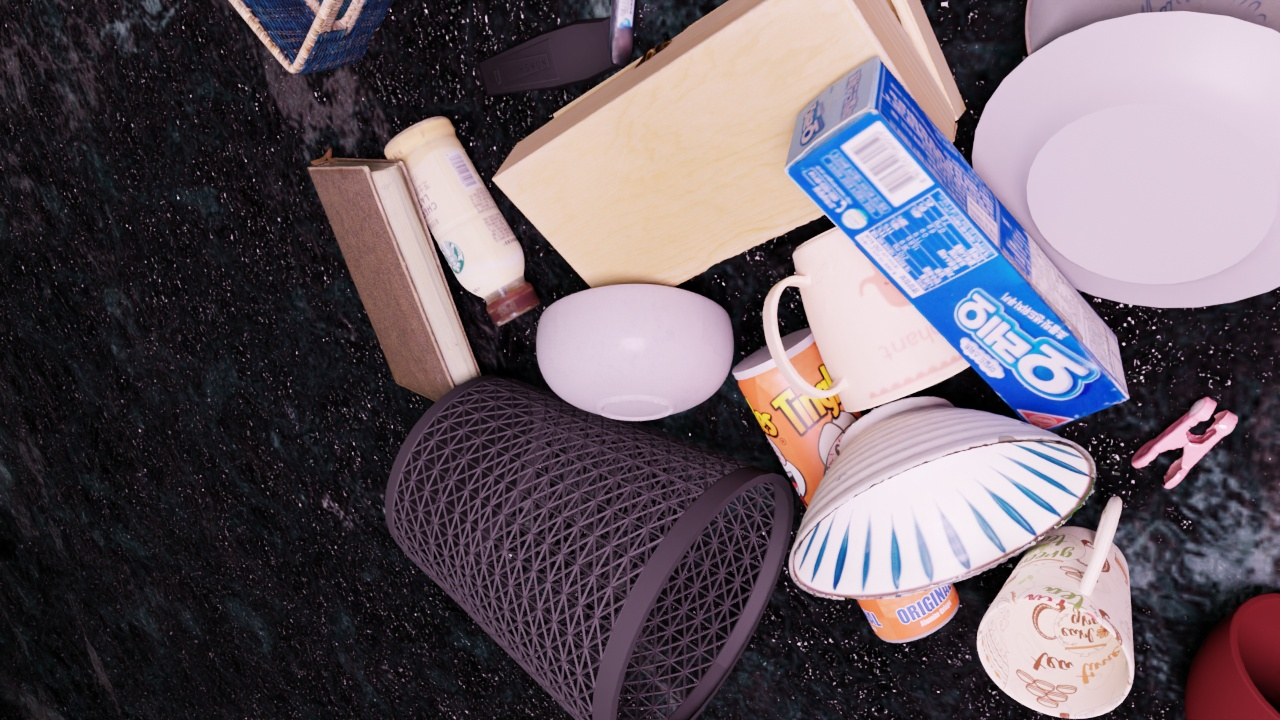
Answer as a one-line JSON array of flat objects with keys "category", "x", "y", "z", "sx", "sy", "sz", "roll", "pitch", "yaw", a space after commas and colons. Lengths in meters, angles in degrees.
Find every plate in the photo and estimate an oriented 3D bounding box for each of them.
[{"category": "plate", "x": 0.247, "y": -0.084, "z": 0.446, "sx": 0.173, "sy": 0.019, "sz": 0.173, "roll": 25, "pitch": 148, "yaw": 17}]

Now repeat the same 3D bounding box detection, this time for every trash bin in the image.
[{"category": "trash bin", "x": -0.048, "y": 0.131, "z": 0.687, "sx": 0.243, "sy": 0.216, "sz": 0.217, "roll": 25, "pitch": 125, "yaw": 30}]

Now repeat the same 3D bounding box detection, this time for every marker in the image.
[{"category": "marker", "x": -0.009, "y": -0.250, "z": 0.581, "sx": 0.015, "sy": 0.018, "sz": 0.123, "roll": 45, "pitch": 137, "yaw": 51}]

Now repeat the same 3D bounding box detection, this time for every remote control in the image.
[{"category": "remote control", "x": -0.067, "y": -0.210, "z": 0.646, "sx": 0.125, "sy": 0.010, "sz": 0.039, "roll": -2, "pitch": 111, "yaw": 35}]

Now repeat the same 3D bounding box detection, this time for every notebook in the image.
[{"category": "notebook", "x": -0.213, "y": -0.069, "z": 0.773, "sx": 0.190, "sy": 0.034, "sz": 0.215, "roll": 18, "pitch": 130, "yaw": 51}]

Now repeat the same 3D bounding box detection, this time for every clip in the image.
[{"category": "clip", "x": 0.302, "y": 0.043, "z": 0.518, "sx": 0.038, "sy": 0.022, "sz": 0.059, "roll": 42, "pitch": 124, "yaw": 13}]

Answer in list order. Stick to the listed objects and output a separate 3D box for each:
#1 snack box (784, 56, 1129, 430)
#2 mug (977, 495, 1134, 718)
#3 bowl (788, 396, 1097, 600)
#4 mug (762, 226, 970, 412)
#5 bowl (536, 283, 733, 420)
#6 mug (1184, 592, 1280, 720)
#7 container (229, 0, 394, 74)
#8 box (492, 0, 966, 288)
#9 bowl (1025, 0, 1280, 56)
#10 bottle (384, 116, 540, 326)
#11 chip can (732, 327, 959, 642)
[{"category": "snack box", "x": 0.169, "y": -0.053, "z": 0.480, "sx": 0.226, "sy": 0.059, "sz": 0.059, "roll": 39, "pitch": 132, "yaw": -21}, {"category": "mug", "x": 0.257, "y": 0.131, "z": 0.541, "sx": 0.081, "sy": 0.097, "sz": 0.122, "roll": 20, "pitch": 122, "yaw": 25}, {"category": "bowl", "x": 0.163, "y": 0.070, "z": 0.539, "sx": 0.178, "sy": 0.177, "sz": 0.070, "roll": -52, "pitch": 39, "yaw": 39}, {"category": "mug", "x": 0.127, "y": -0.026, "z": 0.546, "sx": 0.104, "sy": 0.111, "sz": 0.085, "roll": 67, "pitch": 166, "yaw": 2}, {"category": "bowl", "x": -0.004, "y": 0.004, "z": 0.626, "sx": 0.132, "sy": 0.131, "sz": 0.064, "roll": -16, "pitch": 65, "yaw": 38}, {"category": "mug", "x": 0.366, "y": 0.193, "z": 0.521, "sx": 0.114, "sy": 0.086, "sz": 0.089, "roll": 9, "pitch": 141, "yaw": 0}, {"category": "container", "x": -0.261, "y": -0.331, "z": 0.677, "sx": 0.187, "sy": 0.071, "sz": 0.146, "roll": 51, "pitch": 130, "yaw": 2}, {"category": "box", "x": 0.054, "y": -0.143, "z": 0.562, "sx": 0.250, "sy": 0.122, "sz": 0.140, "roll": -21, "pitch": 126, "yaw": 39}, {"category": "bowl", "x": 0.256, "y": -0.161, "z": 0.409, "sx": 0.151, "sy": 0.056, "sz": 0.151, "roll": 26, "pitch": 146, "yaw": 19}, {"category": "bottle", "x": -0.135, "y": -0.106, "z": 0.714, "sx": 0.057, "sy": 0.056, "sz": 0.162, "roll": -24, "pitch": 98, "yaw": 39}, {"category": "chip can", "x": 0.139, "y": 0.084, "z": 0.620, "sx": 0.062, "sy": 0.062, "sz": 0.210, "roll": -25, "pitch": 98, "yaw": 39}]
